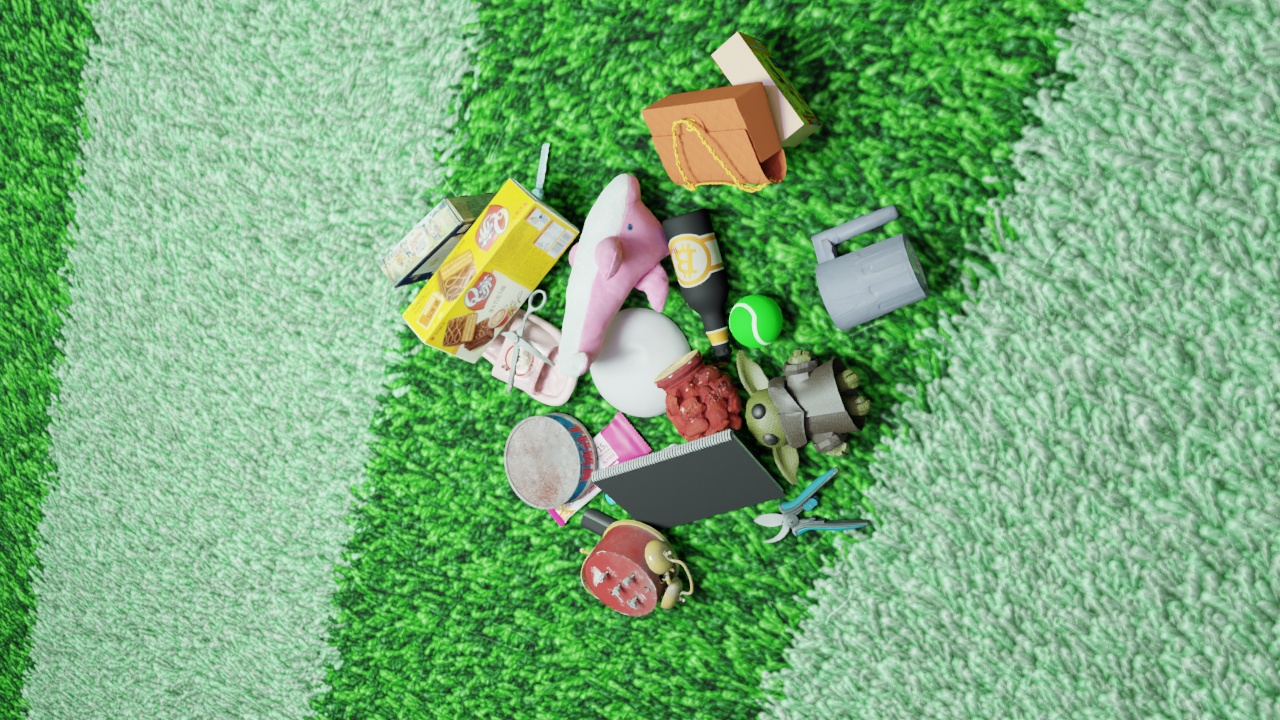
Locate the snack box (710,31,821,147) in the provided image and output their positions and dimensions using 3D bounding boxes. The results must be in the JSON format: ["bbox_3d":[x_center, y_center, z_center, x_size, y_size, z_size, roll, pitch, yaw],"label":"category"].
[{"bbox_3d":[0.145,-0.306,1.045,0.040,0.088,0.126,-36,86,26],"label":"snack box"}]

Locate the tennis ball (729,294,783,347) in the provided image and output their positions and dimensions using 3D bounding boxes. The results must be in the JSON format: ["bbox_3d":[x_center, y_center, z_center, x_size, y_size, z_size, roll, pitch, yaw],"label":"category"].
[{"bbox_3d":[0.141,-0.048,1.120,0.065,0.065,0.065,5,104,23],"label":"tennis ball"}]

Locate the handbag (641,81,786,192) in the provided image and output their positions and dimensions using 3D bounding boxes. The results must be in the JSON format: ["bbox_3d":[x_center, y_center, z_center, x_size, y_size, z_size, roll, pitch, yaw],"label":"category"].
[{"bbox_3d":[0.080,-0.248,1.050,0.172,0.060,0.109,15,136,54],"label":"handbag"}]

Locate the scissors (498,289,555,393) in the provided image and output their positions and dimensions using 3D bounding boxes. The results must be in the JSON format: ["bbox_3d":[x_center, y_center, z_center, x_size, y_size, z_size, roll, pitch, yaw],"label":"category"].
[{"bbox_3d":[-0.174,-0.036,1.230,0.175,0.014,0.141,27,92,29],"label":"scissors"}]

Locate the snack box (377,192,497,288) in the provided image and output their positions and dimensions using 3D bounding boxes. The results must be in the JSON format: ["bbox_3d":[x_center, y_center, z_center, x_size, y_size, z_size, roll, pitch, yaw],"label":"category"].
[{"bbox_3d":[-0.255,-0.163,1.224,0.145,0.144,0.042,-36,88,26],"label":"snack box"}]

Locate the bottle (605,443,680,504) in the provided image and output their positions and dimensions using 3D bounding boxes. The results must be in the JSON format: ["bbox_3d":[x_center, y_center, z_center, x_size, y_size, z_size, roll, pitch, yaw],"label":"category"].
[{"bbox_3d":[0.009,0.158,1.237,0.136,0.044,0.044,-33,88,26],"label":"bottle"}]

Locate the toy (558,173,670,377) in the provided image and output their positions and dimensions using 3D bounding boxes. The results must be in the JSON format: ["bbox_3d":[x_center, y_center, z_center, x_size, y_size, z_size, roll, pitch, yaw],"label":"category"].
[{"bbox_3d":[-0.028,-0.098,1.157,0.127,0.187,0.265,18,95,-15],"label":"toy"}]

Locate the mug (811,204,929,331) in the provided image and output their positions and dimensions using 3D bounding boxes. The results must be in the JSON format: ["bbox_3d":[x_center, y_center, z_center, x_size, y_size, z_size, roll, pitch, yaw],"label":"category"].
[{"bbox_3d":[0.261,-0.108,1.053,0.104,0.083,0.123,-21,66,26],"label":"mug"}]

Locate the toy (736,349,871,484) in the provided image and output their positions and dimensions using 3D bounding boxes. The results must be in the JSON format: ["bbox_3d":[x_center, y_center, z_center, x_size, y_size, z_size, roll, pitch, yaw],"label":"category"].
[{"bbox_3d":[0.200,0.057,1.111,0.153,0.078,0.179,-21,96,27],"label":"toy"}]

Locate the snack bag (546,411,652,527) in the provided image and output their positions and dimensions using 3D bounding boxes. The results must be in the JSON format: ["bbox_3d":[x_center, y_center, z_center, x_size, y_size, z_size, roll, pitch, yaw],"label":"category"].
[{"bbox_3d":[-0.072,0.156,1.288,0.197,0.016,0.070,-42,82,26],"label":"snack bag"}]

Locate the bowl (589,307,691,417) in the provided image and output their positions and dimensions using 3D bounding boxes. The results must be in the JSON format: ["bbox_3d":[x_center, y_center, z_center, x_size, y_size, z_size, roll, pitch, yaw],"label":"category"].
[{"bbox_3d":[-0.007,0.007,1.210,0.150,0.043,0.149,6,104,23],"label":"bowl"}]

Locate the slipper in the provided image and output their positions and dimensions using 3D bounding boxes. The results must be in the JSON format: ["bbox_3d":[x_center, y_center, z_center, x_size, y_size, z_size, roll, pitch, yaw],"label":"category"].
[{"bbox_3d":[-0.178,-0.022,1.273,0.221,0.055,0.107,34,111,14],"label":"slipper"}]

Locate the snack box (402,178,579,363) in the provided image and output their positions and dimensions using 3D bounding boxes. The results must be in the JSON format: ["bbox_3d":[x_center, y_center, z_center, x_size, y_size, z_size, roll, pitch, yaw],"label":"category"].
[{"bbox_3d":[-0.193,-0.112,1.188,0.230,0.110,0.061,-50,60,7],"label":"snack box"}]

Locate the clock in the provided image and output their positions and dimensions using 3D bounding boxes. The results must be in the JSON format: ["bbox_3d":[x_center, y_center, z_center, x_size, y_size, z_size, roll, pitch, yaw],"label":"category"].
[{"bbox_3d":[-0.003,0.287,1.231,0.159,0.081,0.117,0,119,31],"label":"clock"}]

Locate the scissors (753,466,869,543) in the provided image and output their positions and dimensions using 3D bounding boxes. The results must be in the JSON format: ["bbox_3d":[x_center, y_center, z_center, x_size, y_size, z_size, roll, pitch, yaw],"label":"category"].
[{"bbox_3d":[0.222,0.196,1.165,0.124,0.019,0.155,31,118,11],"label":"scissors"}]

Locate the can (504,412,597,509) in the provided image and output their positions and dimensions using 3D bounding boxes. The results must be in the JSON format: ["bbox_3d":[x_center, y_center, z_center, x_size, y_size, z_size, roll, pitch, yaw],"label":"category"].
[{"bbox_3d":[-0.126,0.139,1.279,0.130,0.044,0.130,2,94,31],"label":"can"}]

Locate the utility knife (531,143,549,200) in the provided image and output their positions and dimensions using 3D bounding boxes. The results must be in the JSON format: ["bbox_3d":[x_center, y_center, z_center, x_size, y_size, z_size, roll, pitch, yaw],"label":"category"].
[{"bbox_3d":[-0.141,-0.210,1.233,0.022,0.015,0.166,18,111,18],"label":"utility knife"}]

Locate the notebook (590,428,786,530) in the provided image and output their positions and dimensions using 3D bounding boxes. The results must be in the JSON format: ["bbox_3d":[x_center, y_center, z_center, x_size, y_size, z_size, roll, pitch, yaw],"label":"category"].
[{"bbox_3d":[0.061,0.159,1.180,0.207,0.016,0.149,-20,134,26],"label":"notebook"}]

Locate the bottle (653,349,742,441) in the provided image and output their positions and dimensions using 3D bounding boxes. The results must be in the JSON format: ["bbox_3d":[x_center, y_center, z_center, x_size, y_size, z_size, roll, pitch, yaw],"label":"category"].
[{"bbox_3d":[0.077,0.048,1.153,0.099,0.098,0.111,-34,95,26],"label":"bottle"}]

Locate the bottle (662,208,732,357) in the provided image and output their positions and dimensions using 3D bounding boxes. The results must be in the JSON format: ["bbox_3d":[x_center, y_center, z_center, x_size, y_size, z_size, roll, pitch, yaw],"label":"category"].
[{"bbox_3d":[0.079,-0.093,1.140,0.059,0.059,0.181,-13,96,26],"label":"bottle"}]

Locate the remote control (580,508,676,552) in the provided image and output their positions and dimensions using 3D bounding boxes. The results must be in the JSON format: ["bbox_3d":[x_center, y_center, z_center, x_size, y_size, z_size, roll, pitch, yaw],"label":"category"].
[{"bbox_3d":[-0.016,0.251,1.286,0.147,0.015,0.033,24,110,17],"label":"remote control"}]
